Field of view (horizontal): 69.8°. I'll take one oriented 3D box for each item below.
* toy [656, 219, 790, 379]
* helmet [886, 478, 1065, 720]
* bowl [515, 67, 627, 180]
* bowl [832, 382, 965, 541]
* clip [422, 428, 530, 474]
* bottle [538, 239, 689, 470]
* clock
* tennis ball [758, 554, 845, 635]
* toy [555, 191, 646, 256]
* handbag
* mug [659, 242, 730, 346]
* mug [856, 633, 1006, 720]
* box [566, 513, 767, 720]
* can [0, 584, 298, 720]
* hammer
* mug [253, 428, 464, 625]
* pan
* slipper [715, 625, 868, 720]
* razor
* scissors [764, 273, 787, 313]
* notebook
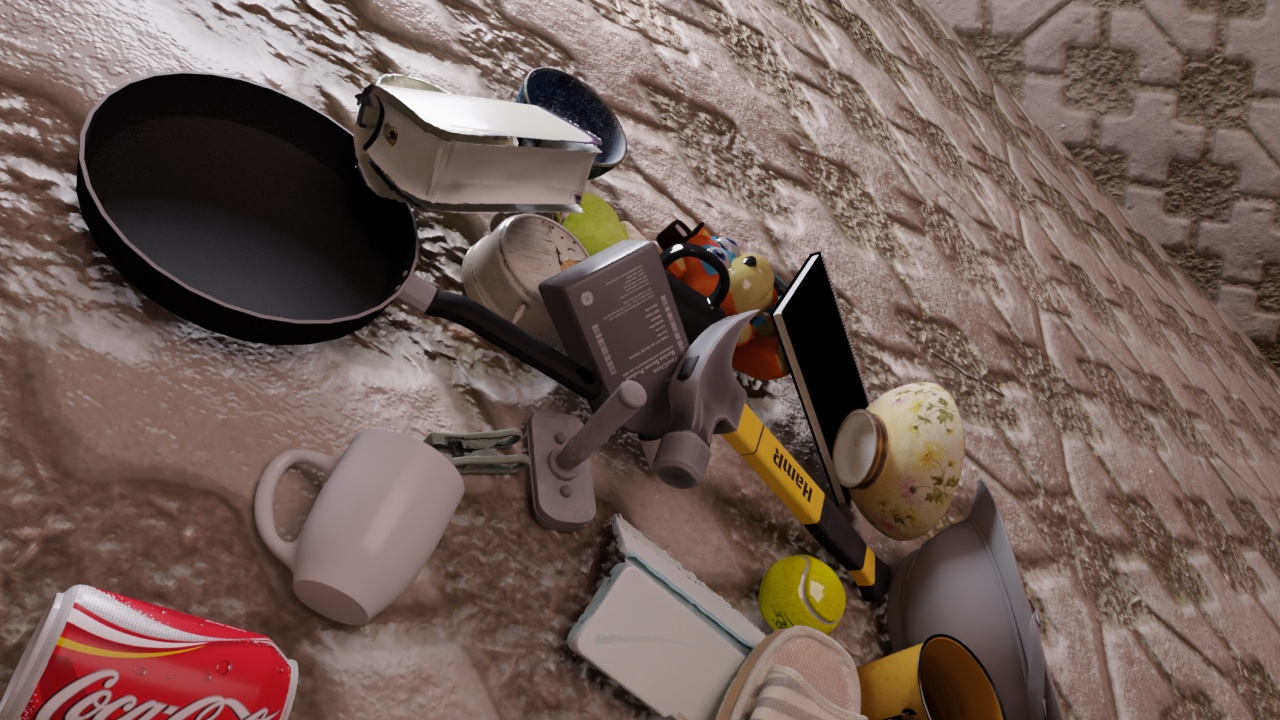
[{"bbox_3d":[0.082,-0.058,0.866,0.176,0.096,0.111,38,36,2],"label":"toy"},{"bbox_3d":[0.278,0.244,0.788,0.183,0.118,0.270,46,33,-64],"label":"helmet"},{"bbox_3d":[-0.074,-0.208,0.849,0.114,0.061,0.114,26,45,-29],"label":"bowl"},{"bbox_3d":[0.217,0.085,0.820,0.063,0.146,0.145,12,49,-18],"label":"bowl"},{"bbox_3d":[-0.109,0.061,0.614,0.075,0.023,0.042,3,58,-42],"label":"clip"},{"bbox_3d":[-0.004,0.004,0.699,0.083,0.046,0.174,-30,112,-24],"label":"bottle"},{"bbox_3d":[-0.086,-0.086,0.731,0.103,0.061,0.156,10,54,-41],"label":"clock"},{"bbox_3d":[0.125,0.185,0.712,0.065,0.066,0.065,27,42,-28],"label":"tennis ball"},{"bbox_3d":[-0.028,-0.103,0.823,0.117,0.043,0.092,26,39,-34],"label":"toy"},{"bbox_3d":[-0.136,-0.160,0.669,0.151,0.074,0.176,-9,38,-46],"label":"handbag"},{"bbox_3d":[0.024,-0.046,0.767,0.088,0.114,0.078,30,24,-25],"label":"mug"},{"bbox_3d":[0.199,0.271,0.690,0.123,0.094,0.100,8,55,-41],"label":"mug"},{"bbox_3d":[0.042,0.203,0.635,0.197,0.074,0.126,43,17,-15],"label":"box"},{"bbox_3d":[-0.211,0.143,0.401,0.104,0.064,0.064,28,42,-27],"label":"can"},{"bbox_3d":[0.127,0.101,0.750,0.324,0.034,0.169,47,47,-32],"label":"hammer"},{"bbox_3d":[-0.165,0.089,0.505,0.107,0.071,0.089,19,49,4],"label":"mug"},{"bbox_3d":[-0.182,-0.058,0.606,0.355,0.044,0.203,32,39,-18],"label":"pan"},{"bbox_3d":[0.081,0.288,0.551,0.114,0.054,0.271,37,53,-13],"label":"slipper"},{"bbox_3d":[-0.033,0.051,0.621,0.047,0.116,0.088,13,50,-30],"label":"razor"},{"bbox_3d":[0.158,-0.066,1.003,0.155,0.019,0.124,-19,75,-53],"label":"scissors"},{"bbox_3d":[0.184,0.015,0.892,0.148,0.016,0.207,-49,123,-53],"label":"notebook"}]
